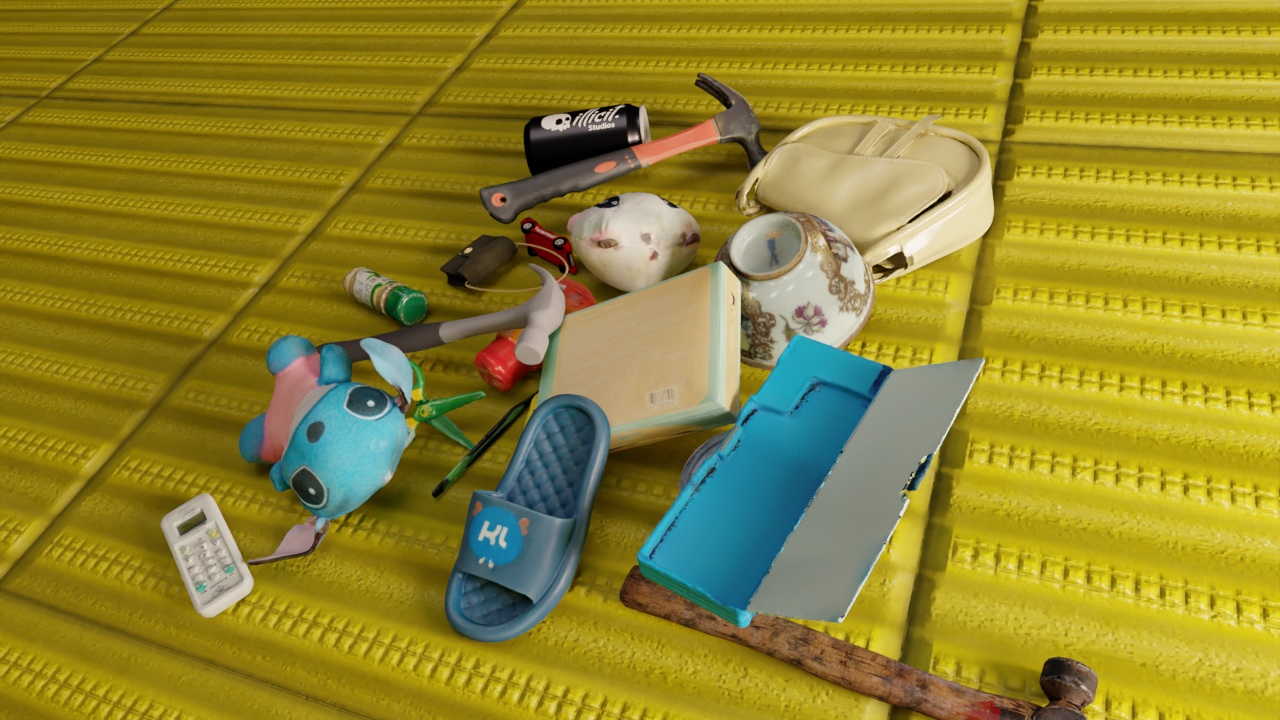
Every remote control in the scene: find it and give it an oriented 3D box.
[{"bbox_3d":[-0.388,0.173,0.822,0.050,0.022,0.133,-34,48,-18],"label":"remote control"}]

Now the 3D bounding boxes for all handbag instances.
[{"bbox_3d":[-0.142,-0.102,0.992,0.178,0.027,0.083,16,51,45],"label":"handbag"},{"bbox_3d":[0.236,-0.181,0.961,0.190,0.089,0.233,-39,50,-18],"label":"handbag"}]

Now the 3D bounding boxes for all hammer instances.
[{"bbox_3d":[0.130,0.216,0.643,0.331,0.033,0.119,13,53,26],"label":"hammer"},{"bbox_3d":[-0.213,-0.027,0.923,0.312,0.029,0.124,-10,41,25],"label":"hammer"},{"bbox_3d":[-0.021,-0.228,1.050,0.333,0.033,0.133,-21,85,-9],"label":"hammer"}]

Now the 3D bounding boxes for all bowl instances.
[{"bbox_3d":[0.130,-0.082,0.858,0.160,0.094,0.159,-12,55,18],"label":"bowl"}]

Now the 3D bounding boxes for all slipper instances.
[{"bbox_3d":[-0.089,0.123,0.737,0.104,0.059,0.213,18,76,27],"label":"slipper"}]

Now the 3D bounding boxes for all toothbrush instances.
[{"bbox_3d":[-0.132,0.062,0.871,0.017,0.014,0.187,14,51,43],"label":"toothbrush"}]

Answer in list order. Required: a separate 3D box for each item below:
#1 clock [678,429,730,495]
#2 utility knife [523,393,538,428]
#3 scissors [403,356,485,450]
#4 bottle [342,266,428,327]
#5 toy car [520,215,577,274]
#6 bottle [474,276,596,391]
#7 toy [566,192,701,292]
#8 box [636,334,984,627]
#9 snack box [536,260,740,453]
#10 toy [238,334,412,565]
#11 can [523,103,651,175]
[{"bbox_3d":[0.110,0.115,0.725,0.158,0.059,0.116,2,48,16],"label":"clock"},{"bbox_3d":[-0.102,0.098,0.825,0.029,0.020,0.174,-2,47,15],"label":"utility knife"},{"bbox_3d":[-0.208,0.054,0.873,0.127,0.011,0.123,38,96,12],"label":"scissors"},{"bbox_3d":[-0.285,-0.072,1.022,0.110,0.043,0.042,24,56,33],"label":"bottle"},{"bbox_3d":[-0.102,-0.130,1.030,0.089,0.038,0.025,30,57,35],"label":"toy car"},{"bbox_3d":[-0.106,-0.026,0.923,0.071,0.048,0.134,26,57,35],"label":"bottle"},{"bbox_3d":[-0.014,-0.133,0.976,0.138,0.101,0.179,-5,23,-20],"label":"toy"},{"bbox_3d":[0.130,0.086,0.666,0.176,0.060,0.242,8,48,42],"label":"box"},{"bbox_3d":[-0.005,0.005,0.809,0.194,0.044,0.141,-17,52,30],"label":"snack box"},{"bbox_3d":[-0.300,0.075,0.846,0.191,0.099,0.224,24,86,37],"label":"toy"},{"bbox_3d":[-0.063,-0.266,1.122,0.146,0.080,0.080,-6,46,9],"label":"can"}]
